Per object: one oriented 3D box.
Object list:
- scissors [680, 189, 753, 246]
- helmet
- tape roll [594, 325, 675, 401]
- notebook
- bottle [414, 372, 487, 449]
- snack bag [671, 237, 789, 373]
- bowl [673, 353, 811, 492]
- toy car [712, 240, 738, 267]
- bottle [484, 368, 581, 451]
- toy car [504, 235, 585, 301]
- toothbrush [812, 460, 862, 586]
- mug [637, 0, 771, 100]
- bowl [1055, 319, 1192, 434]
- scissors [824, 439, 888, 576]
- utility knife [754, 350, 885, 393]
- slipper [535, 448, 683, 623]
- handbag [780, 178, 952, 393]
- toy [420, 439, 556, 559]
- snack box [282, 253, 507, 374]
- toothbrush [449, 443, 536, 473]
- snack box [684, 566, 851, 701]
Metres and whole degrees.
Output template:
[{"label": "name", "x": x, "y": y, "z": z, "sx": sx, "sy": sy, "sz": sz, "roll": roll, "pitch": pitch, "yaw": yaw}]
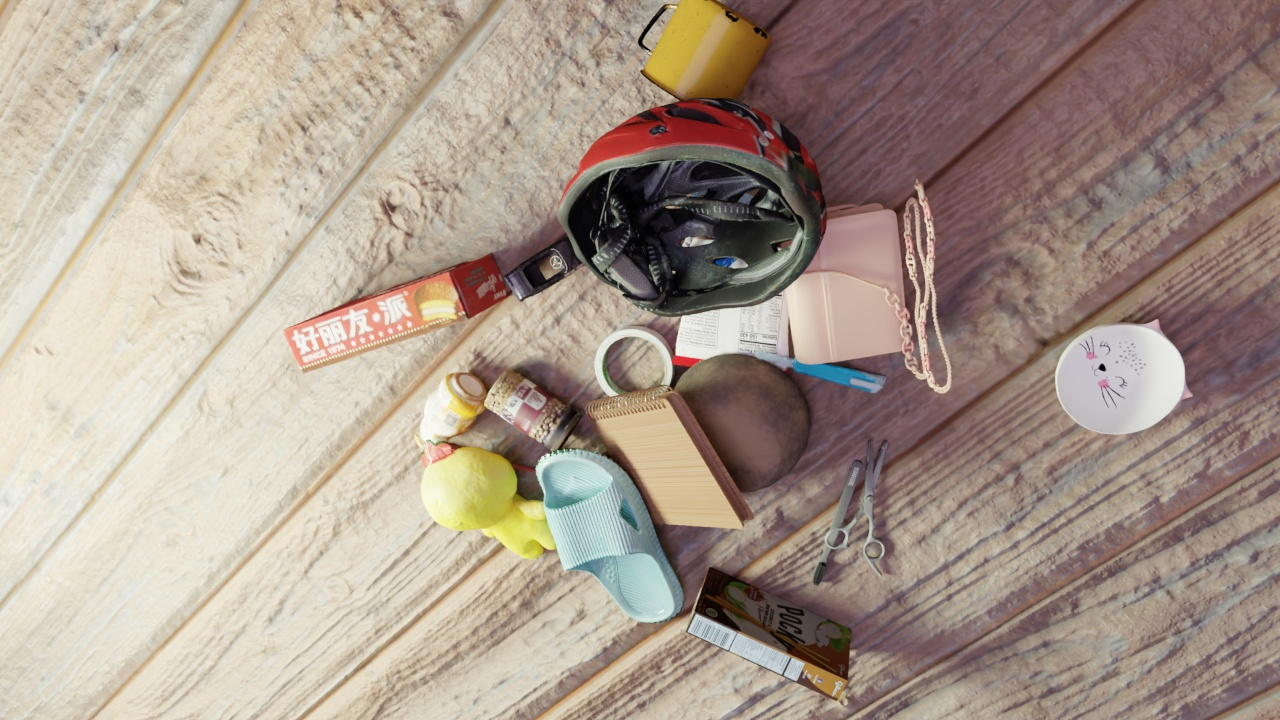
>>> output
[{"label": "scissors", "x": 0.046, "y": -0.176, "z": 0.991, "sx": 0.170, "sy": 0.013, "sz": 0.175, "roll": 19, "pitch": 103, "yaw": 9}, {"label": "helmet", "x": 0.053, "y": -0.149, "z": 0.873, "sx": 0.273, "sy": 0.166, "sz": 0.217, "roll": -9, "pitch": 138, "yaw": 41}, {"label": "tape roll", "x": -0.006, "y": 0.006, "z": 1.069, "sx": 0.094, "sy": 0.018, "sz": 0.094, "roll": 4, "pitch": 108, "yaw": 13}, {"label": "notebook", "x": 0.022, "y": 0.109, "z": 1.020, "sx": 0.169, "sy": 0.022, "sz": 0.211, "roll": 59, "pitch": 154, "yaw": -7}, {"label": "bottle", "x": -0.236, "y": 0.066, "z": 1.128, "sx": 0.063, "sy": 0.063, "sz": 0.109, "roll": 41, "pitch": 116, "yaw": 0}, {"label": "snack bag", "x": 0.104, "y": -0.056, "z": 1.005, "sx": 0.131, "sy": 0.039, "sz": 0.144, "roll": 8, "pitch": 103, "yaw": 14}, {"label": "bowl", "x": 0.104, "y": 0.079, "z": 1.015, "sx": 0.162, "sy": 0.070, "sz": 0.162, "roll": 9, "pitch": 123, "yaw": 14}, {"label": "toy car", "x": 0.107, "y": -0.137, "z": 0.960, "sx": 0.092, "sy": 0.062, "sz": 0.033, "roll": -33, "pitch": 70, "yaw": 1}, {"label": "bottle", "x": -0.129, "y": 0.060, "z": 1.099, "sx": 0.105, "sy": 0.056, "sz": 0.056, "roll": 33, "pitch": 113, "yaw": 3}, {"label": "toy car", "x": -0.106, "y": -0.104, "z": 1.035, "sx": 0.092, "sy": 0.037, "sz": 0.040, "roll": -32, "pitch": 97, "yaw": -11}, {"label": "toothbrush", "x": 0.229, "y": 0.191, "z": 1.069, "sx": 0.013, "sy": 0.013, "sz": 0.167, "roll": 18, "pitch": 109, "yaw": 9}, {"label": "mug", "x": 0.057, "y": -0.309, "z": 0.907, "sx": 0.124, "sy": 0.100, "sz": 0.094, "roll": 37, "pitch": 112, "yaw": 16}, {"label": "bowl", "x": 0.476, "y": 0.012, "z": 0.921, "sx": 0.115, "sy": 0.050, "sz": 0.115, "roll": 5, "pitch": 109, "yaw": 14}, {"label": "scissors", "x": 0.269, "y": 0.170, "z": 1.050, "sx": 0.120, "sy": 0.014, "sz": 0.160, "roll": 31, "pitch": 104, "yaw": -10}, {"label": "utility knife", "x": 0.194, "y": 0.009, "z": 0.994, "sx": 0.148, "sy": 0.015, "sz": 0.022, "roll": 16, "pitch": 115, "yaw": -9}, {"label": "slipper", "x": -0.034, "y": 0.223, "z": 1.101, "sx": 0.116, "sy": 0.069, "sz": 0.276, "roll": -21, "pitch": 111, "yaw": 18}, {"label": "handbag", "x": 0.207, "y": -0.071, "z": 0.891, "sx": 0.116, "sy": 0.187, "sz": 0.199, "roll": -10, "pitch": 109, "yaw": 0}, {"label": "toy", "x": -0.191, "y": 0.179, "z": 1.135, "sx": 0.207, "sy": 0.092, "sz": 0.134, "roll": 36, "pitch": 129, "yaw": -25}, {"label": "snack box", "x": -0.285, "y": -0.055, "z": 1.073, "sx": 0.237, "sy": 0.113, "sz": 0.060, "roll": -16, "pitch": 102, "yaw": 19}, {"label": "toothbrush", "x": -0.180, "y": 0.129, "z": 1.159, "sx": 0.184, "sy": 0.015, "sz": 0.016, "roll": 11, "pitch": 113, "yaw": 10}, {"label": "snack box", "x": 0.153, "y": 0.319, "z": 1.082, "sx": 0.186, "sy": 0.100, "sz": 0.032, "roll": 23, "pitch": 112, "yaw": 7}]
